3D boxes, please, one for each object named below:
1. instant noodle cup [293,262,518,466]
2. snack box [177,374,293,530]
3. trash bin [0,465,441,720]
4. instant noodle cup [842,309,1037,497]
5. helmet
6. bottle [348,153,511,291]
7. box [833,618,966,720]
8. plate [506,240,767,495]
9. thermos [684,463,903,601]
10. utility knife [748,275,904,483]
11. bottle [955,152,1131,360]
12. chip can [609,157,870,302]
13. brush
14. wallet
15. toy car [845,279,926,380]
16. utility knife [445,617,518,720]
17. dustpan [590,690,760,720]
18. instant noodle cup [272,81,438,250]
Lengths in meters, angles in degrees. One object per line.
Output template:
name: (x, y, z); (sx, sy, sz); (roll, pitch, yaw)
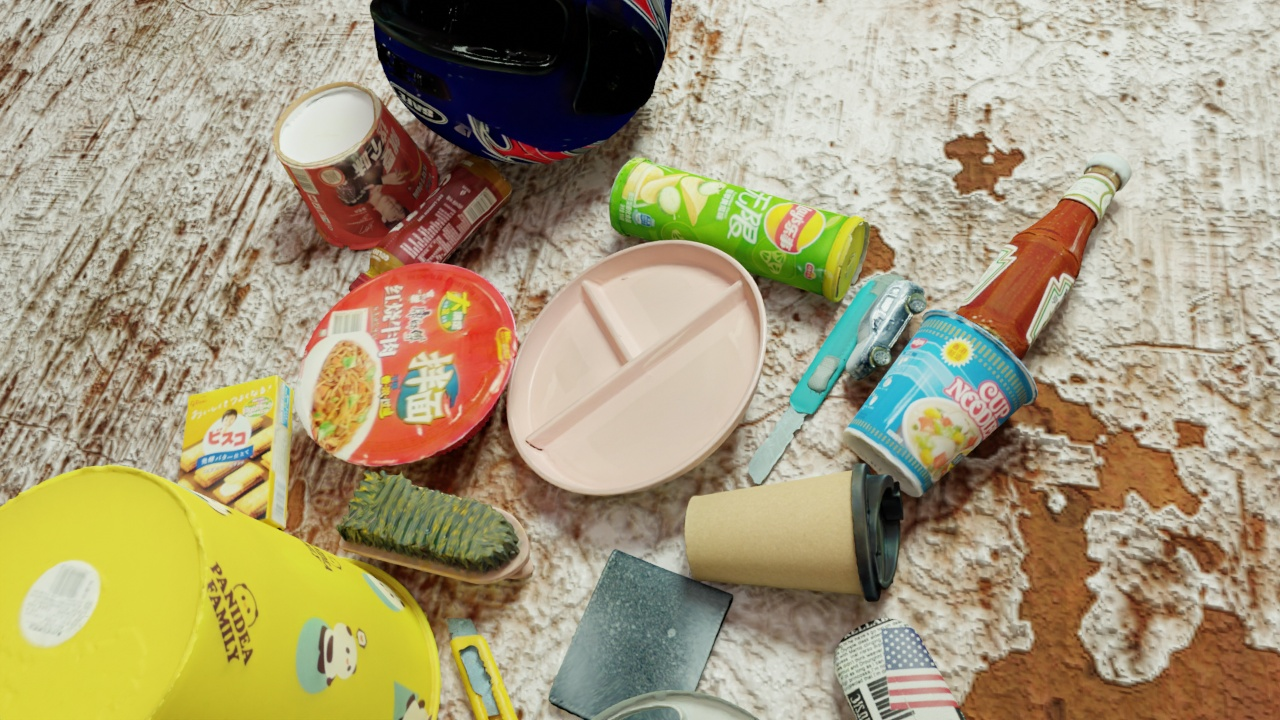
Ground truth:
instant noodle cup: (-0.189, 0.012, 0.779); (0.194, 0.066, 0.193); (-5, 60, 9)
snack box: (-0.350, 0.086, 0.794); (0.087, 0.034, 0.140); (-12, 57, 6)
trash bin: (-0.284, 0.199, 0.583); (0.230, 0.255, 0.229); (-6, 60, 10)
instant noodle cup: (0.208, 0.036, 0.660); (0.110, 0.099, 0.099); (-47, 61, -6)
helmet: (-0.116, -0.298, 0.802); (0.247, 0.314, 0.241); (32, 106, 26)
bottle: (-0.197, -0.116, 0.857); (0.057, 0.057, 0.174); (33, 73, 27)
box: (0.179, 0.243, 0.577); (0.068, 0.051, 0.164); (-17, 59, -8)
plate: (-0.004, 0.004, 0.731); (0.230, 0.028, 0.229); (-16, 53, 22)
thermos: (0.108, 0.121, 0.637); (0.143, 0.093, 0.092); (-6, 59, 20)
utility knife: (0.147, 0.009, 0.730); (0.029, 0.013, 0.217); (28, 71, 25)
bottle: (0.318, -0.083, 0.717); (0.060, 0.060, 0.205); (33, 72, 27)
chip can: (0.078, -0.115, 0.783); (0.221, 0.073, 0.072); (21, 67, 23)
brush: (-0.151, 0.132, 0.697); (0.146, 0.073, 0.063); (11, 59, 13)
wallet: (0.000, 0.205, 0.652); (0.097, 0.019, 0.120); (17, 68, 21)
toy car: (0.189, -0.024, 0.717); (0.034, 0.043, 0.090); (36, 74, 0)
utility knife: (-0.105, 0.254, 0.648); (0.033, 0.015, 0.171); (-27, 58, -6)
dustpan: (0.035, 0.337, 0.530); (0.223, 0.142, 0.257); (-33, 84, 8)
instant noodle cup: (-0.279, -0.193, 0.891); (0.138, 0.109, 0.137); (-6, 60, 10)
